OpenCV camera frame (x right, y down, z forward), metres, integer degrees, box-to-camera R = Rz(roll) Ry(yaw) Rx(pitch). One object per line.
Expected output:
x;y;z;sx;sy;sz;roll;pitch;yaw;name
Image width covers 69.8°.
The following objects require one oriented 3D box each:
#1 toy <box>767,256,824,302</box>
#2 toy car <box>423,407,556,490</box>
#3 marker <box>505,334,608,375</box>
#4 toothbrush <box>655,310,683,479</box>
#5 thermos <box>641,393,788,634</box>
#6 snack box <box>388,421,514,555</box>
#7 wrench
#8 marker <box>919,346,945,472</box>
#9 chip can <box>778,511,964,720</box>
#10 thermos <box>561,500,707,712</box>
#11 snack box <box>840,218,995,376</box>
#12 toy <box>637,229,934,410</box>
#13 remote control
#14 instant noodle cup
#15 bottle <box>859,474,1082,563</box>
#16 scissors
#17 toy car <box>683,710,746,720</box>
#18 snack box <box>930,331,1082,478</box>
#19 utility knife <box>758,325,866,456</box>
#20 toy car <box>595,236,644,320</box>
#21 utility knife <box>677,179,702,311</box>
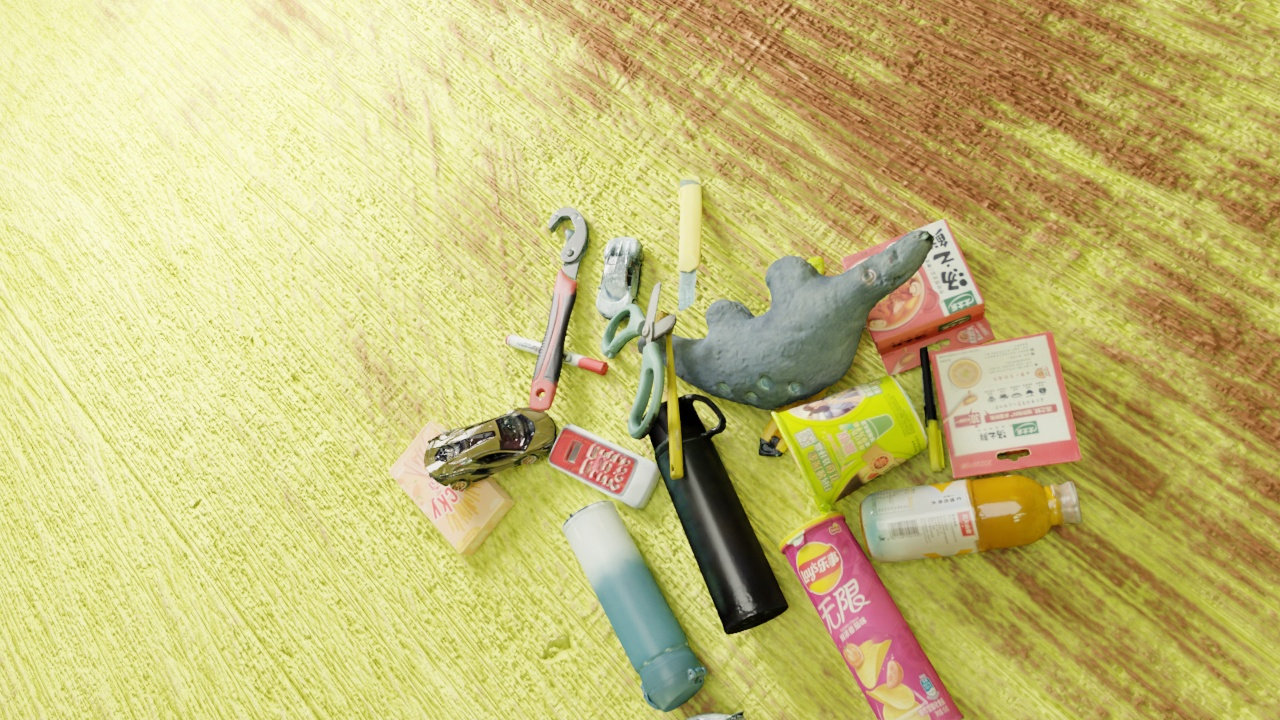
0.179;-0.064;0.990;0.100;0.031;0.097;40;102;34;toy
-0.176;0.099;1.076;0.158;0.042;0.070;-19;57;-4;toy car
-0.103;-0.008;1.108;0.145;0.017;0.017;16;81;27;marker
0.030;0.032;0.965;0.016;0.016;0.189;-26;56;40;toothbrush
0.078;0.148;0.942;0.090;0.068;0.242;-38;61;29;thermos
-0.230;0.152;1.107;0.157;0.026;0.084;40;92;29;snack box
-0.100;-0.067;1.112;0.056;0.016;0.273;-3;66;21;wrench
0.286;0.047;0.902;0.015;0.018;0.124;-7;82;23;marker
0.211;0.248;0.853;0.071;0.071;0.210;-34;63;11;chip can
-0.009;0.253;0.954;0.070;0.070;0.220;-36;63;10;thermos
0.281;-0.064;0.933;0.113;0.044;0.127;-21;65;11;snack box
0.143;-0.024;0.941;0.357;0.091;0.137;-24;72;36;toy
-0.042;0.119;1.038;0.136;0.020;0.056;23;83;29;remote control
0.208;0.075;0.896;0.123;0.112;0.111;-26;64;6;instant noodle cup
0.302;0.144;0.847;0.190;0.068;0.068;-12;69;20;bottle
-0.006;0.005;1.005;0.172;0.019;0.169;-19;61;60;scissors
0.047;0.369;0.898;0.121;0.054;0.036;-22;69;18;toy car
0.346;0.047;0.873;0.113;0.044;0.127;-11;68;20;snack box
0.190;0.014;0.970;0.033;0.015;0.216;34;88;27;utility knife
-0.025;-0.098;1.094;0.049;0.031;0.105;0;75;25;toy car
0.055;-0.138;1.050;0.031;0.021;0.204;-9;48;18;utility knife
